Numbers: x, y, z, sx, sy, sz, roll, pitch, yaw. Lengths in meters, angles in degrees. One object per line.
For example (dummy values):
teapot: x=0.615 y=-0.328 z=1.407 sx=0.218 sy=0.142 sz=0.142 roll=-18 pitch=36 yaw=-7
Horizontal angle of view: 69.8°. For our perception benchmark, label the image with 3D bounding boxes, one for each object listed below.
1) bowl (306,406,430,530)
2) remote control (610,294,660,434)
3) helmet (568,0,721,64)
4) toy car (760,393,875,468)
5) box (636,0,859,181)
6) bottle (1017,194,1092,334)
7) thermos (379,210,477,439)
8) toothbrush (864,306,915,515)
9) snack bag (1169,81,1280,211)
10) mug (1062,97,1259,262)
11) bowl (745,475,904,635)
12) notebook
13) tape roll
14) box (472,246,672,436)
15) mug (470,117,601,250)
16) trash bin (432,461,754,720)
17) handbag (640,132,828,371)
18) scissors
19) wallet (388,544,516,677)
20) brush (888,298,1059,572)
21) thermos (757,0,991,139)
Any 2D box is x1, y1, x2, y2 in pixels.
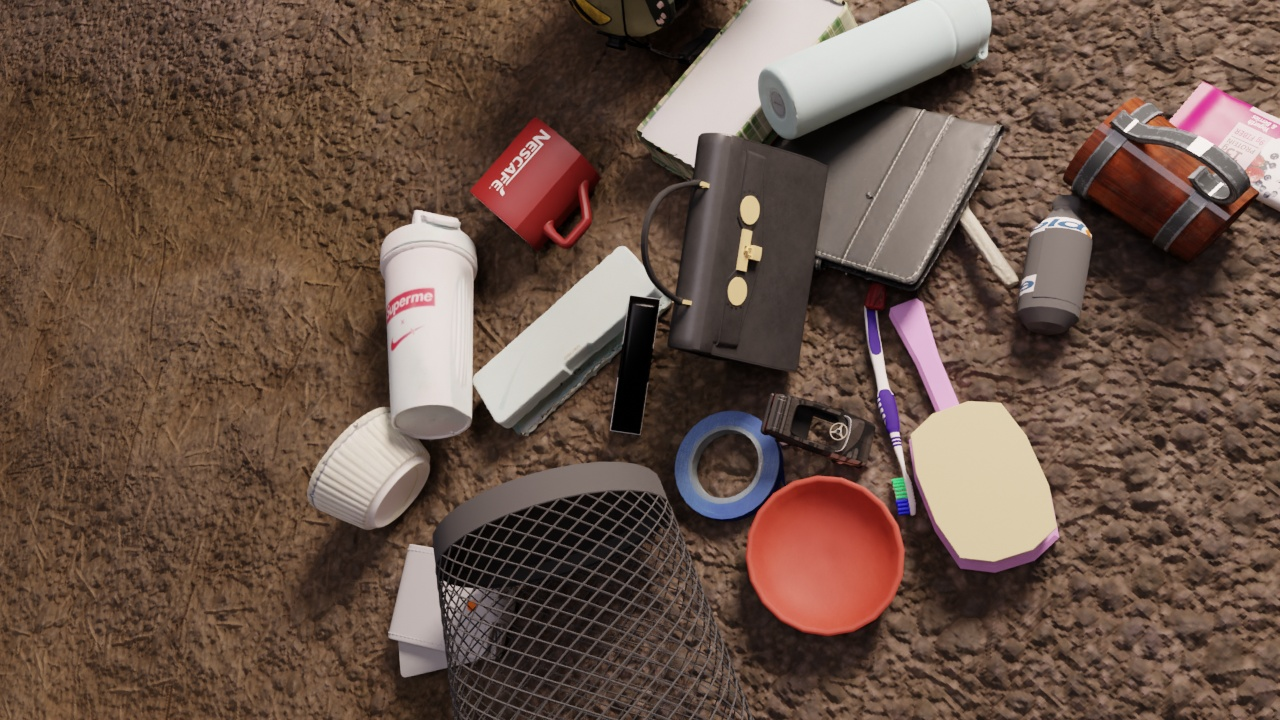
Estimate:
bowl: x=-0.246 y=0.108 z=0.857 sx=0.062 sy=0.115 sz=0.115 roll=35 pitch=88 yaw=12
remote control: x=-0.005 y=0.005 z=0.819 sx=0.028 sy=0.011 sz=0.124 roll=8 pitch=97 yaw=-1
helmet: x=0.014 y=-0.407 z=0.823 sx=0.233 sy=0.255 sz=0.250 roll=40 pitch=89 yaw=24
toy car: x=0.145 y=0.056 z=0.743 sx=0.092 sy=0.037 sz=0.040 roll=19 pitch=77 yaw=-8
box: x=0.099 y=-0.254 z=0.854 sx=0.205 sy=0.050 sz=0.118 roll=-51 pitch=50 yaw=0
bottle: x=0.329 y=-0.077 z=0.724 sx=0.047 sy=0.047 sz=0.112 roll=10 pitch=77 yaw=23
thermos: x=-0.198 y=-0.039 z=0.876 sx=0.099 sy=0.099 sz=0.220 roll=-18 pitch=60 yaw=15
toothbrush: x=0.202 y=0.036 z=0.755 sx=0.016 sy=0.015 sz=0.186 roll=-10 pitch=69 yaw=11
snack bag: x=0.499 y=-0.142 z=0.697 sx=0.196 sy=0.016 sz=0.070 roll=41 pitch=92 yaw=26
mug: x=0.391 y=-0.140 z=0.683 sx=0.081 sy=0.117 sz=0.111 roll=-44 pitch=67 yaw=3
bowl: x=0.147 y=0.155 z=0.727 sx=0.122 sy=0.035 sz=0.121 roll=-6 pitch=71 yaw=19
notebook: x=0.181 y=-0.156 z=0.804 sx=0.209 sy=0.029 sz=0.169 roll=25 pitch=82 yaw=37
tape roll: x=0.075 y=0.090 z=0.785 sx=0.093 sy=0.016 sz=0.091 roll=-20 pitch=67 yaw=14
box: x=-0.067 y=-0.020 z=0.859 sx=0.199 sy=0.067 sz=0.083 roll=-43 pitch=83 yaw=5
mug: x=-0.091 y=-0.162 z=0.896 sx=0.116 sy=0.080 sz=0.096 roll=42 pitch=91 yaw=20
trash bin: x=-0.042 y=0.220 z=0.685 sx=0.218 sy=0.218 sz=0.227 roll=-25 pitch=62 yaw=12
handbag: x=0.060 y=-0.088 z=0.720 sx=0.072 sy=0.195 sz=0.176 roll=10 pitch=92 yaw=36
scissors: x=0.249 y=-0.119 z=0.777 sx=0.179 sy=0.015 sz=0.198 roll=33 pitch=85 yaw=35
wallet: x=-0.171 y=0.231 z=0.825 sx=0.119 sy=0.037 sz=0.115 roll=3 pitch=75 yaw=26
brush: x=0.246 y=0.049 z=0.718 sx=0.089 sy=0.043 sz=0.228 roll=-22 pitch=67 yaw=13
thermos: x=0.204 y=-0.259 z=0.788 sx=0.206 sy=0.065 sz=0.078 roll=-26 pitch=94 yaw=-10
